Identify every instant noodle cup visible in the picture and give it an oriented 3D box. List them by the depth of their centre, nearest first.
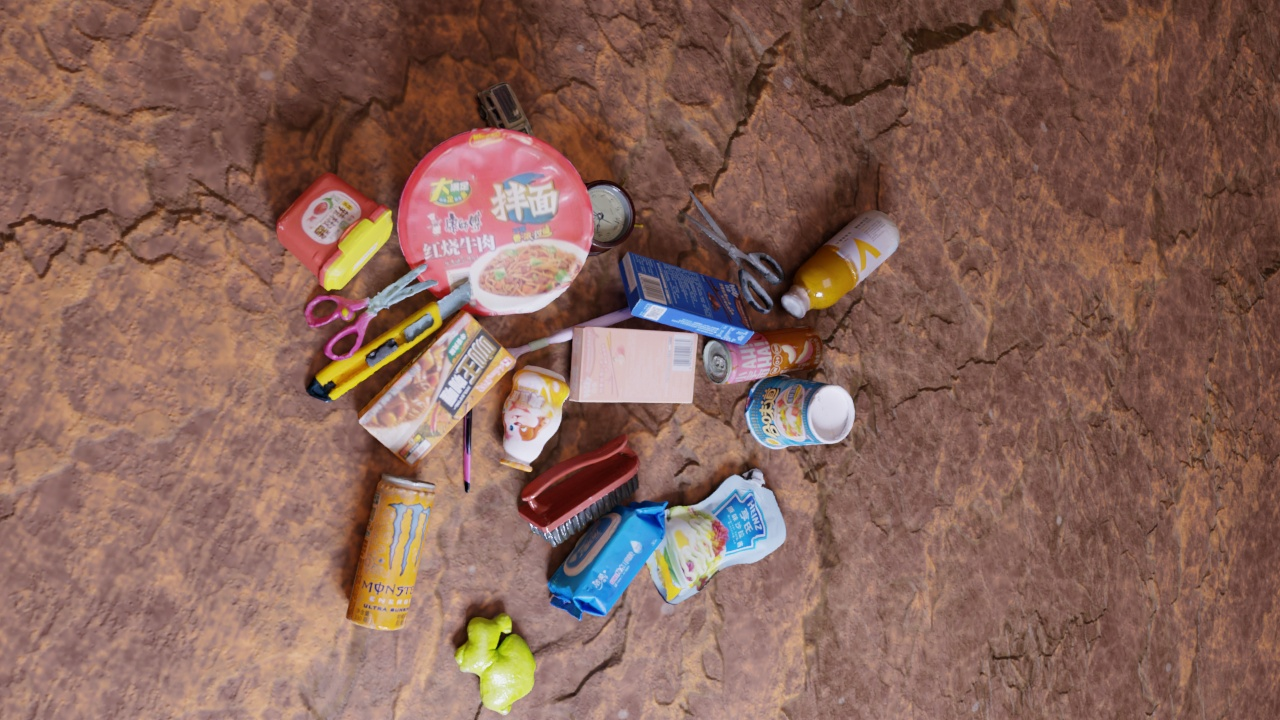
[{"bbox_3d":[-0.147,-0.143,0.933,0.193,0.065,0.194,-4,114,-10],"label":"instant noodle cup"},{"bbox_3d":[0.199,0.064,1.123,0.099,0.110,0.099,0,90,-29],"label":"instant noodle cup"}]

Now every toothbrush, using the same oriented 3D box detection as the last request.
[{"bbox_3d":[-0.180,0.046,0.972,0.017,0.014,0.189,0,90,-41],"label":"toothbrush"},{"bbox_3d":[-0.075,-0.030,1.027,0.188,0.021,0.029,-22,67,-28],"label":"toothbrush"}]

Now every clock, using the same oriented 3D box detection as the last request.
[{"bbox_3d":[-0.060,-0.154,1.015,0.121,0.055,0.082,-25,102,-25],"label":"clock"}]

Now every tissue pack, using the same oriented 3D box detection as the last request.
[{"bbox_3d":[-0.036,0.210,1.003,0.052,0.095,0.156,45,69,-14],"label":"tissue pack"}]

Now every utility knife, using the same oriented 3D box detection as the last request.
[{"bbox_3d":[-0.245,-0.019,0.909,0.192,0.015,0.033,-36,115,-8],"label":"utility knife"}]

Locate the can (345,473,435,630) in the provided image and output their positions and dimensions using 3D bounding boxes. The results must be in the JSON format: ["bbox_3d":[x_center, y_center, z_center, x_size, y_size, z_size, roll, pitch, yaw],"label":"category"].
[{"bbox_3d":[-0.246,0.189,0.909,0.058,0.058,0.146,15,82,-28],"label":"can"}]

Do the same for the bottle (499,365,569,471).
[{"bbox_3d":[-0.117,0.062,0.977,0.063,0.063,0.108,21,79,-27],"label":"bottle"}]

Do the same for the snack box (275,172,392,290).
[{"bbox_3d":[-0.295,-0.125,0.879,0.080,0.082,0.091,40,70,-8],"label":"snack box"}]

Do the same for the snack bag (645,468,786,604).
[{"bbox_3d":[0.092,0.208,1.106,0.190,0.039,0.110,-21,88,-28],"label":"snack bag"}]

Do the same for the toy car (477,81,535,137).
[{"bbox_3d":[-0.139,-0.252,0.986,0.042,0.035,0.090,-32,106,-24],"label":"toy car"}]

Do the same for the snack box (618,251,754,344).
[{"bbox_3d":[0.053,-0.071,1.066,0.157,0.026,0.084,14,41,-28],"label":"snack box"}]

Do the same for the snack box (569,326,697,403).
[{"bbox_3d":[-0.006,0.006,1.048,0.157,0.026,0.084,3,94,-33],"label":"snack box"}]

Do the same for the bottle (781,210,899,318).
[{"bbox_3d":[0.255,-0.121,1.179,0.189,0.068,0.068,-39,107,-23],"label":"bottle"}]

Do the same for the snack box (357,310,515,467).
[{"bbox_3d":[-0.206,0.028,0.931,0.153,0.026,0.075,-46,112,-6],"label":"snack box"}]

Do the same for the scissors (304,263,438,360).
[{"bbox_3d":[-0.256,-0.046,0.897,0.137,0.017,0.077,-20,80,-4],"label":"scissors"}]

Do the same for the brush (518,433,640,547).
[{"bbox_3d":[-0.062,0.137,1.007,0.145,0.063,0.069,-29,116,-27],"label":"brush"}]

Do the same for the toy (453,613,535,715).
[{"bbox_3d":[-0.150,0.321,0.976,0.100,0.031,0.096,31,73,-24],"label":"toy"}]

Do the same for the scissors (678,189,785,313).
[{"bbox_3d":[0.117,-0.130,1.121,0.159,0.014,0.170,2,68,-42],"label":"scissors"}]

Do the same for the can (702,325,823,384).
[{"bbox_3d":[0.152,-0.008,1.128,0.147,0.058,0.058,-9,93,-29],"label":"can"}]
